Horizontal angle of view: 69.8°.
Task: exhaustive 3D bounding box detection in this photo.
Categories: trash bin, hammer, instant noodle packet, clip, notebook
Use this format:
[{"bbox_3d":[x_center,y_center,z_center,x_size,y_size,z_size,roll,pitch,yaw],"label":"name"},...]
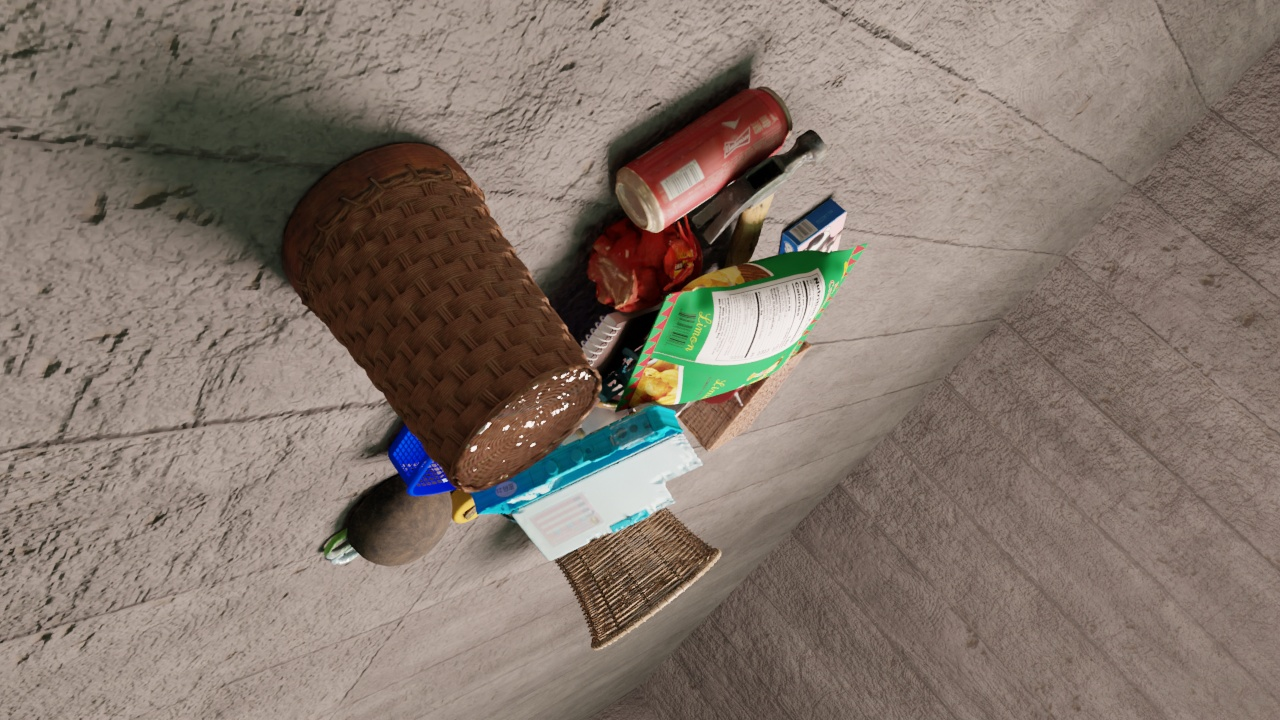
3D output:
[{"bbox_3d":[-0.130,-0.028,0.640,0.151,0.210,0.151,-35,158,-16],"label":"trash bin"},{"bbox_3d":[0.112,-0.136,0.986,0.132,0.033,0.331,-35,171,-5],"label":"hammer"},{"bbox_3d":[0.104,-0.033,0.969,0.252,0.090,0.196,-16,151,-29],"label":"instant noodle packet"},{"bbox_3d":[-0.017,0.020,1.012,0.113,0.028,0.126,-49,171,26],"label":"clip"},{"bbox_3d":[-0.057,0.023,0.981,0.210,0.022,0.171,-51,169,23],"label":"notebook"}]

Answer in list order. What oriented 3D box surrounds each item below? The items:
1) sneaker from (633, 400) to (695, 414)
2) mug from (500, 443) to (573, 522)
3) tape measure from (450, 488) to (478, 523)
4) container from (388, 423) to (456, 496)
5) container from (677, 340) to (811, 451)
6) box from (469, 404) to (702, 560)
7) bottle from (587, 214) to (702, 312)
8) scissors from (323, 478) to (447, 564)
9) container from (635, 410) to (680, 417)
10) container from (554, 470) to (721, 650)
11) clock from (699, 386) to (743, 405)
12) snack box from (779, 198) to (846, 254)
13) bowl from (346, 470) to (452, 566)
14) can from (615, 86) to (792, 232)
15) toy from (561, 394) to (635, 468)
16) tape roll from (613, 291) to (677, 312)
[{"bbox_3d":[0.083,-0.019,1.137,0.235,0.095,0.120,-46,-178,0],"label":"sneaker"},{"bbox_3d":[-0.130,0.145,1.111,0.112,0.104,0.084,-40,158,-4],"label":"mug"},{"bbox_3d":[-0.211,0.175,1.137,0.058,0.030,0.068,-37,158,-15],"label":"tape measure"},{"bbox_3d":[-0.197,0.085,0.947,0.096,0.058,0.114,-51,156,24],"label":"container"},{"bbox_3d":[0.136,0.017,1.296,0.112,0.114,0.199,-20,152,-49],"label":"container"},{"bbox_3d":[-0.052,0.129,1.020,0.227,0.074,0.181,-26,144,11],"label":"box"},{"bbox_3d":[0.008,-0.096,0.892,0.111,0.099,0.099,-15,147,-48],"label":"bottle"},{"bbox_3d":[-0.280,0.174,1.043,0.175,0.033,0.072,-39,156,-17],"label":"scissors"},{"bbox_3d":[0.013,0.066,1.271,0.080,0.049,0.129,-6,139,-55],"label":"container"},{"bbox_3d":[-0.032,0.265,1.320,0.226,0.196,0.227,-36,173,-5],"label":"container"},{"bbox_3d":[0.100,0.001,1.209,0.044,0.087,0.125,-31,125,-54],"label":"clock"},{"bbox_3d":[0.229,-0.145,1.249,0.088,0.033,0.154,-36,158,-13],"label":"snack box"},{"bbox_3d":[-0.256,0.185,1.017,0.121,0.056,0.121,-33,148,-24],"label":"bowl"},{"bbox_3d":[0.059,-0.186,0.844,0.170,0.067,0.067,-36,158,-14],"label":"can"},{"bbox_3d":[-0.049,0.102,1.192,0.206,0.131,0.105,-46,-178,46],"label":"toy"},{"bbox_3d":[0.011,-0.057,1.061,0.093,0.030,0.094,-34,157,-17],"label":"tape roll"}]
